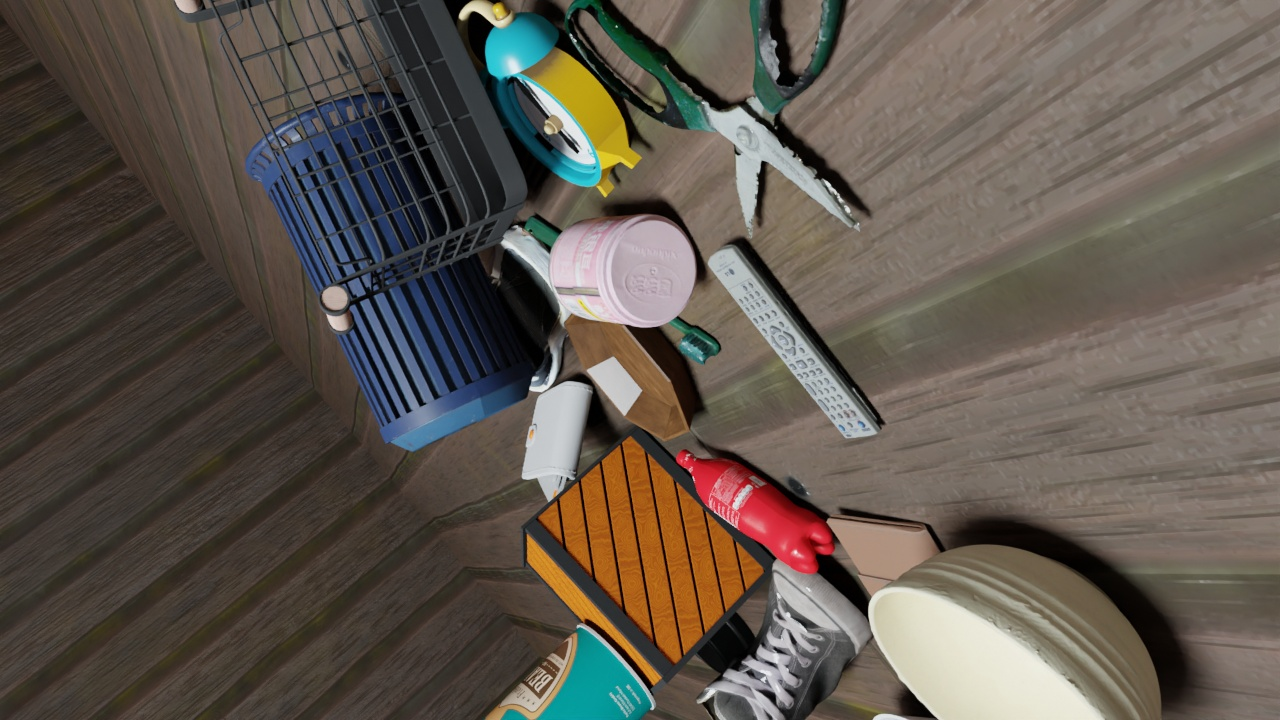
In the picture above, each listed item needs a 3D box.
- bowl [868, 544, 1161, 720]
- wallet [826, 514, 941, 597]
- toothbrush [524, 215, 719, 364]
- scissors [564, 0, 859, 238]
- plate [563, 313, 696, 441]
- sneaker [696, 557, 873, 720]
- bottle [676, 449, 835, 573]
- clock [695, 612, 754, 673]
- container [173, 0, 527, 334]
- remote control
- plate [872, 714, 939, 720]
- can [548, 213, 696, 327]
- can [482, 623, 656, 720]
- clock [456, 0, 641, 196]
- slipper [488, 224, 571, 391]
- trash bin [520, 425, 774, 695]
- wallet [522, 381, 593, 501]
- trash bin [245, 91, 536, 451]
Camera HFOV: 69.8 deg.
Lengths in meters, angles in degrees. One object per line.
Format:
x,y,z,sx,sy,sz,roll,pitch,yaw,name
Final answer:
0.204,0.152,0.483,0.151,0.075,0.151,40,155,22,bowl
0.182,0.151,0.605,0.121,0.013,0.088,56,153,-15,wallet
-0.019,-0.053,0.653,0.190,0.017,0.016,37,156,28,toothbrush
0.034,-0.144,0.413,0.201,0.015,0.206,43,155,16,scissors
-0.004,0.004,0.703,0.131,0.025,0.131,40,156,22,plate
0.112,0.246,0.752,0.095,0.119,0.235,40,154,22,sneaker
0.081,0.106,0.686,0.141,0.041,0.042,33,152,36,bottle
0.073,0.295,1.000,0.091,0.042,0.121,55,157,-13,clock
-0.182,-0.155,0.569,0.241,0.130,0.163,65,164,-3,container
0.087,-0.010,0.524,0.136,0.013,0.033,52,158,-6,remote control
0.261,0.325,0.703,0.174,0.036,0.174,40,156,22,plate
-0.012,-0.056,0.567,0.076,0.067,0.067,11,137,58,can
-0.072,0.317,0.799,0.099,0.143,0.099,41,156,22,can
-0.057,-0.151,0.532,0.129,0.043,0.099,44,164,-7,clock
-0.116,-0.030,0.817,0.111,0.063,0.264,48,155,3,slipper
0.002,0.184,0.827,0.172,0.139,0.140,44,157,14,trash bin
-0.082,0.085,0.872,0.037,0.115,0.119,15,165,-17,wallet
-0.187,-0.062,0.717,0.249,0.139,0.139,65,157,0,trash bin
